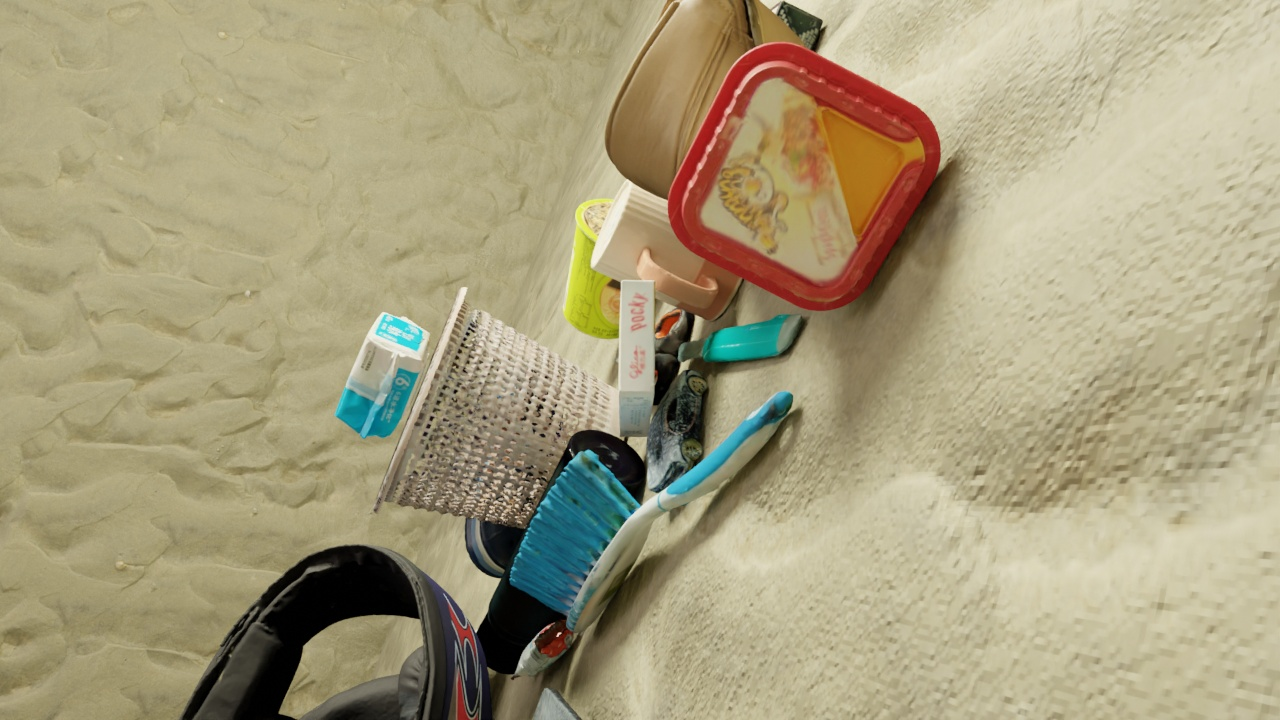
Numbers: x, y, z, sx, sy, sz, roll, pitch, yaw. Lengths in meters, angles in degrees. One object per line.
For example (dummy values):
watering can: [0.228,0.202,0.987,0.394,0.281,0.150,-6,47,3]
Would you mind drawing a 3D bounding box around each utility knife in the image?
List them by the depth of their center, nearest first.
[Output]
utility knife: [0.063,-0.012,0.649,0.219,0.013,0.029,173,116,-73]

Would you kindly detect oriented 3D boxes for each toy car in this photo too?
toy car: [0.024,0.049,0.668,0.049,0.031,0.105,-55,17,42]

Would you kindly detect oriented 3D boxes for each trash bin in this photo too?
trash bin: [-0.126,0.069,0.884,0.227,0.192,0.227,-159,91,-78]

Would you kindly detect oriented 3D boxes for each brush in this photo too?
brush: [-0.005,0.096,0.621,0.060,0.109,0.315,-28,-27,-44]

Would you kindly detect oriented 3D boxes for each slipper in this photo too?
slipper: [-0.120,0.120,1.024,0.095,0.105,0.252,-20,50,35]

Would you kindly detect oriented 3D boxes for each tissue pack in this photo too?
tissue pack: [-0.248,0.014,0.899,0.090,0.063,0.140,-64,14,11]

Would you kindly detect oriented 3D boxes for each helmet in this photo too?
helmet: [-0.213,0.330,0.700,0.241,0.247,0.314,73,-160,-49]

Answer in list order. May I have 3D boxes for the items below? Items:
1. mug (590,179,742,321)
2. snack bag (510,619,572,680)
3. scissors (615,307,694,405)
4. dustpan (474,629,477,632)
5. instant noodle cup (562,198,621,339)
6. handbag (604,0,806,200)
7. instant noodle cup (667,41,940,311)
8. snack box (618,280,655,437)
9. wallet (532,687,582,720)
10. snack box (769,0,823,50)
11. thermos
mug: [0.024,-0.080,0.713,0.114,0.106,0.082,-89,24,-59]
snack bag: [-0.081,0.244,0.774,0.045,0.026,0.106,-37,-12,-37]
scissors: [-0.005,0.007,0.879,0.236,0.021,0.139,137,152,-62]
dustpan: [-0.265,0.362,0.987,0.223,0.257,0.142,135,130,-61]
instant noodle cup: [-0.030,-0.092,0.988,0.111,0.111,0.124,-86,13,-54]
handbag: [0.062,-0.174,0.641,0.204,0.100,0.148,-17,-50,-66]
instant noodle cup: [0.087,-0.106,0.506,0.117,0.116,0.124,-62,2,23]
snack box: [-0.004,0.004,0.708,0.157,0.027,0.084,98,173,-74]
wallet: [-0.060,0.288,0.601,0.097,0.019,0.120,1,76,68]
snack box: [0.096,-0.242,0.806,0.125,0.053,0.113,-146,78,-78]
thermos: [-0.077,0.167,0.806,0.243,0.068,0.089,-61,7,28]
